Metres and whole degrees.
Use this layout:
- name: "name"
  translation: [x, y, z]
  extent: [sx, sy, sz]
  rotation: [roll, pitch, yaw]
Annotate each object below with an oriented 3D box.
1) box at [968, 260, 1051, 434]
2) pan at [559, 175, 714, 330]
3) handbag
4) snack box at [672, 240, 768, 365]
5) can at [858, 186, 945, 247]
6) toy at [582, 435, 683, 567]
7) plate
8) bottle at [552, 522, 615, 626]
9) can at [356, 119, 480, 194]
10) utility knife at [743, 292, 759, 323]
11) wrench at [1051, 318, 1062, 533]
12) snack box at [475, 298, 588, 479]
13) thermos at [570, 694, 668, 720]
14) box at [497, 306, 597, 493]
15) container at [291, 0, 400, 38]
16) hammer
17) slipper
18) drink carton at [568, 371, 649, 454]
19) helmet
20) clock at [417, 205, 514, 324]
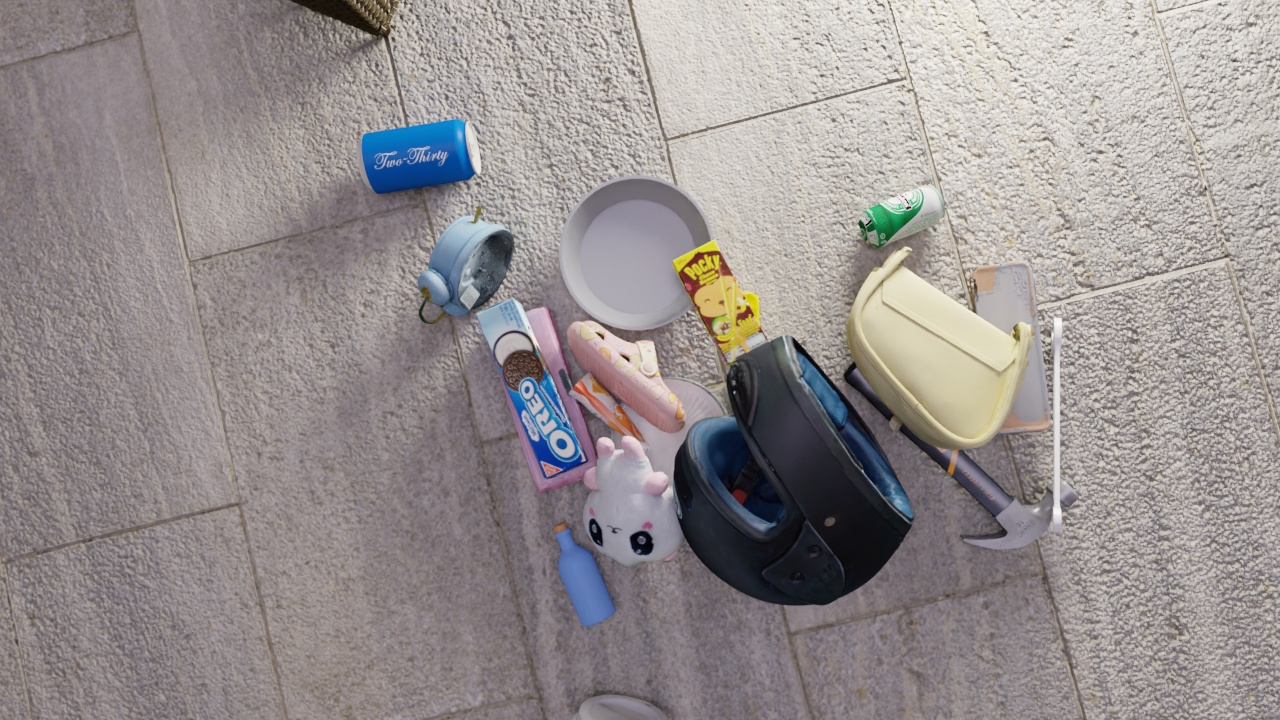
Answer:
- name: "box"
  translation: [0.463, -0.015, 1.152]
  extent: [0.081, 0.062, 0.216]
  rotation: [-6, 87, 18]
- name: "pan"
  translation: [0.055, -0.088, 1.187]
  extent: [0.356, 0.051, 0.200]
  rotation: [41, 89, 3]
- name: "handbag"
  translation: [0.353, -0.009, 1.122]
  extent: [0.233, 0.088, 0.190]
  rotation: [38, 84, 14]
- name: "snack box"
  translation: [0.100, -0.072, 1.151]
  extent: [0.061, 0.025, 0.149]
  rotation: [-27, 85, -1]
- name: "can"
  translation: [0.334, -0.184, 1.179]
  extent: [0.101, 0.053, 0.053]
  rotation: [-22, 86, 1]
- name: "toy"
  translation: [-0.012, 0.171, 1.130]
  extent: [0.139, 0.101, 0.180]
  rotation: [5, 122, 29]
- name: "plate"
  translation: [0.041, 0.099, 1.195]
  extent: [0.157, 0.014, 0.157]
  rotation: [0, 87, 3]
- name: "bottle"
  translation: [-0.078, 0.270, 1.174]
  extent: [0.048, 0.048, 0.131]
  rotation: [-24, 86, 1]
- name: "can"
  translation: [-0.289, -0.267, 1.199]
  extent: [0.146, 0.079, 0.079]
  rotation: [-8, 86, 2]
- name: "utility knife"
  translation: [0.142, 0.018, 1.193]
  extent: [0.029, 0.020, 0.213]
  rotation: [-1, 86, 5]
- name: "wrench"
  translation: [0.512, 0.076, 1.129]
  extent: [0.009, 0.047, 0.273]
  rotation: [2, 71, 20]
- name: "snack box"
  translation: [-0.136, 0.035, 1.152]
  extent: [0.059, 0.059, 0.226]
  rotation: [-23, 85, 1]
- name: "thermos"
  translation: [-0.038, 0.540, 1.125]
  extent: [0.131, 0.131, 0.222]
  rotation: [10, 95, 3]
- name: "box"
  translation: [-0.127, 0.050, 1.198]
  extent: [0.098, 0.037, 0.233]
  rotation: [-21, 86, 6]
- name: "container"
  translation: [-0.356, -0.589, 1.157]
  extent: [0.176, 0.205, 0.321]
  rotation: [23, 88, 4]
- name: "hammer"
  translation: [0.388, 0.108, 1.165]
  extent: [0.312, 0.035, 0.139]
  rotation: [45, 99, 6]
- name: "slipper"
  translation: [-0.007, 0.007, 1.159]
  extent: [0.197, 0.093, 0.081]
  rotation: [40, 72, 18]
- name: "drink carton"
  translation: [-0.033, 0.070, 1.155]
  extent: [0.122, 0.069, 0.039]
  rotation: [43, 95, 1]
- name: "helmet"
  translation: [0.152, 0.145, 1.054]
  extent: [0.236, 0.248, 0.316]
  rotation: [-32, 125, 17]
- name: "clock"
  translation: [-0.225, -0.112, 1.171]
  extent: [0.060, 0.118, 0.162]
  rotation: [31, 82, 15]
